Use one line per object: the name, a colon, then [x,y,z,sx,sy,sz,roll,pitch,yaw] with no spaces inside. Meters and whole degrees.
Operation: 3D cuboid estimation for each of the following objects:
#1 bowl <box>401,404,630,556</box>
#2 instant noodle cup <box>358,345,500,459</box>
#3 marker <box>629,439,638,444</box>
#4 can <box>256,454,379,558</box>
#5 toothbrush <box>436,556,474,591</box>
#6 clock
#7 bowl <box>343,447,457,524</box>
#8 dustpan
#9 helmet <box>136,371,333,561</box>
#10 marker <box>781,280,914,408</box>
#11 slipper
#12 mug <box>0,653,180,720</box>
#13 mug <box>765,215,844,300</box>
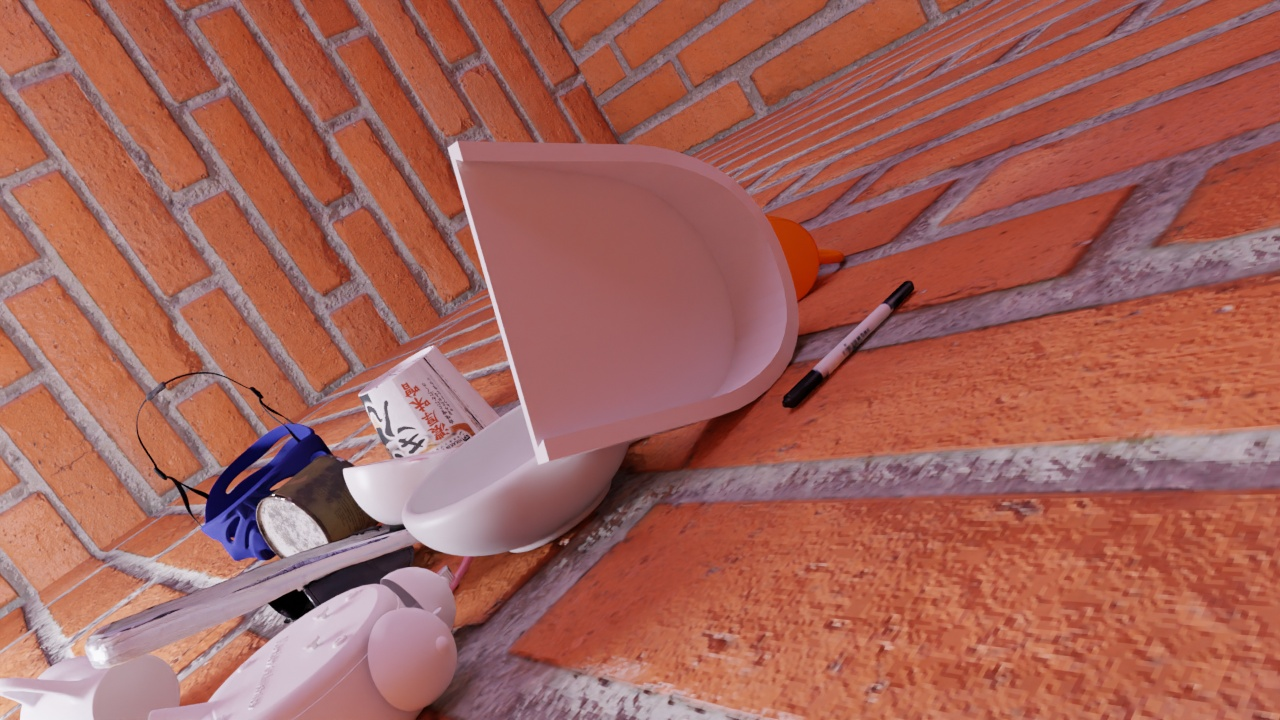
bowl: [-0.072,0.081,0.631,0.177,0.066,0.176,-30,13,7]
instant noodle cup: [-0.202,0.059,0.891,0.124,0.122,0.123,-30,13,7]
marker: [-0.006,0.051,0.692,0.142,0.020,0.020,-29,13,11]
can: [-0.306,0.146,0.878,0.090,0.090,0.074,-22,16,36]
toothbrush: [-0.115,0.127,0.671,0.022,0.016,0.134,-23,16,29]
clock: [-0.179,0.176,0.506,0.161,0.073,0.125,-33,13,-6]
bowl: [-0.176,0.101,0.738,0.114,0.050,0.115,-10,-2,-1]
dustpan: [0.014,-0.052,0.607,0.053,0.191,0.257,-22,-8,37]
helmet: [-0.423,0.110,0.983,0.147,0.227,0.242,-43,11,-10]
marker: [0.141,-0.013,0.612,0.151,0.011,0.011,-39,15,-31]
slipper: [-0.258,0.178,0.681,0.263,0.063,0.111,-13,-2,-40]
mug: [-0.419,0.256,0.692,0.088,0.114,0.080,-18,51,29]
mug: [0.128,-0.092,0.829,0.112,0.078,0.096,-1,12,-5]
